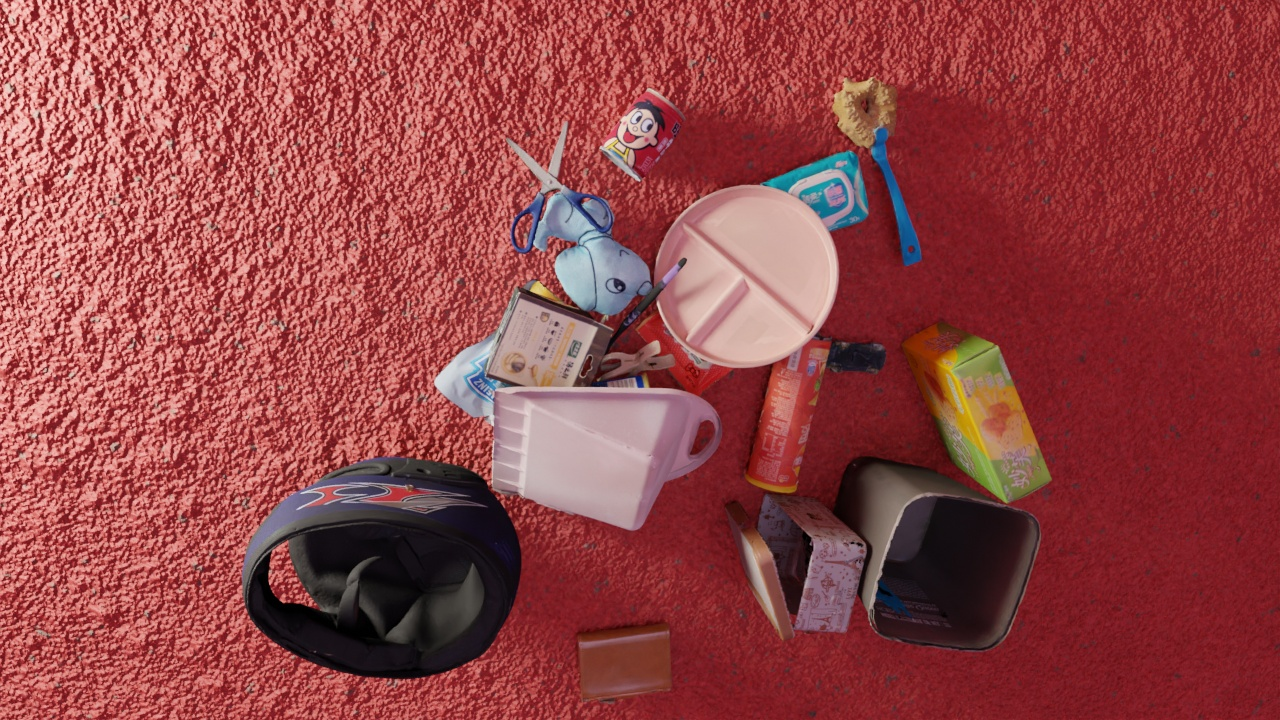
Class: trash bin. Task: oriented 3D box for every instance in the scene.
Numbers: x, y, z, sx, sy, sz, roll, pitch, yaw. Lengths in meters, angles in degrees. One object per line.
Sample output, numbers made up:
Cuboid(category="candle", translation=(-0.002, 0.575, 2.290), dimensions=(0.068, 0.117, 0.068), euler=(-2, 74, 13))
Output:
Cuboid(category="trash bin", translation=(0.366, 0.241, 1.216), dimensions=(0.199, 0.219, 0.199), euler=(12, 100, -12))

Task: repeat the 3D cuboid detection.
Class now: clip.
Cuboid(category="clip", translation=(-0.010, 0.005, 1.175), dimensions=(0.100, 0.034, 0.070), euler=(-16, 151, 19))

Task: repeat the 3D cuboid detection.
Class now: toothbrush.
Cuboid(category="toothbrush", translation=(-0.005, -0.062, 1.161), dimensions=(0.189, 0.016, 0.014), euler=(-47, 69, 23))

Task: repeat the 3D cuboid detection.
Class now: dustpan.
Cuboid(category="dustpan", translation=(-0.045, 0.101, 1.166), dimensions=(0.273, 0.138, 0.223), euler=(22, 140, 5))

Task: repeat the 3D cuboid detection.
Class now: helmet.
Cuboid(category="helmet", translation=(-0.301, 0.228, 1.088), dimensions=(0.315, 0.240, 0.247), euler=(19, 99, -25))

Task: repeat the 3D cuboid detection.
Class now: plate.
Cuboid(category="plate", translation=(0.130, -0.103, 1.137), dimensions=(0.230, 0.028, 0.229), euler=(-2, 82, 17))

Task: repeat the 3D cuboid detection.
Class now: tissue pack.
Cuboid(category="tissue pack", translation=(0.221, -0.205, 1.176), dimensions=(0.133, 0.050, 0.093), euler=(-21, 105, -3))

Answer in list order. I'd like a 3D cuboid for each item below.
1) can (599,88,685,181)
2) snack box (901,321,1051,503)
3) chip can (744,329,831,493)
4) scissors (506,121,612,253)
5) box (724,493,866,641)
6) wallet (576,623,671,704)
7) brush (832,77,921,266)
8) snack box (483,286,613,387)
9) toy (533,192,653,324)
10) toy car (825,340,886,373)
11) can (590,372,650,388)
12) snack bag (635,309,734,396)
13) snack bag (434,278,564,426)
Cuboid(category="can", translation=(0.004, -0.275, 1.117), dimensions=(0.066, 0.066, 0.094), euler=(37, 94, -15))
Cuboid(category="snack box", translation=(0.443, 0.065, 1.219), dimensions=(0.070, 0.157, 0.210), euler=(-27, 106, -1))
Cuboid(category="chip can", translation=(0.196, 0.065, 1.224), dimensions=(0.073, 0.073, 0.217), euler=(9, 101, -11))
Cuboid(category="scissors", translation=(-0.105, -0.205, 1.120), dimensions=(0.162, 0.012, 0.175), euler=(24, 89, 3))
Cuboid(category="box", translation=(0.181, 0.268, 1.215), dimensions=(0.148, 0.181, 0.146), euler=(9, 100, -15))
Cuboid(category="wallet", translation=(-0.022, 0.428, 1.294), dimensions=(0.131, 0.031, 0.108), euler=(-5, 101, -7))
Cuboid(category="brush", translation=(0.316, -0.244, 1.180), dimensions=(0.083, 0.046, 0.255), euler=(-21, 100, -8))
Cuboid(category="snack box", translation=(-0.114, -0.015, 1.127), dimensions=(0.125, 0.053, 0.113), euler=(20, 102, -19))
Cuboid(category="toy", translation=(-0.060, -0.126, 1.150), dimensions=(0.161, 0.050, 0.156), euler=(6, 100, -6))
Cuboid(category="toy car", translation=(0.288, -0.006, 1.242), dimensions=(0.090, 0.034, 0.043), euler=(2, 100, -12))
Cuboid(category="can", translation=(-0.028, 0.067, 1.178), dimensions=(0.083, 0.057, 0.102), euler=(-9, 142, -5))
Cuboid(category="snack bag", translation=(0.111, -0.055, 1.190), dimensions=(0.208, 0.073, 0.128), euler=(-37, 99, 9))
Cuboid(category="snack bag", translation=(-0.162, -0.004, 1.169), dimensions=(0.191, 0.039, 0.110), euler=(-47, 117, 4))
